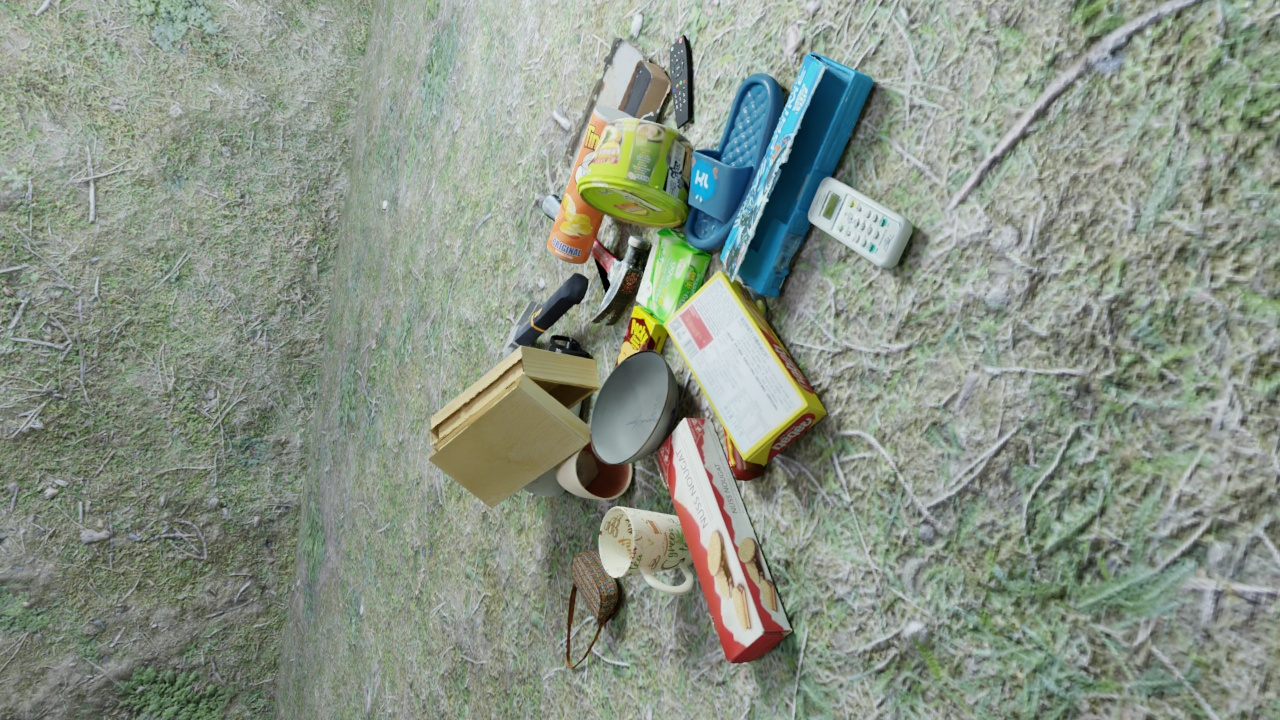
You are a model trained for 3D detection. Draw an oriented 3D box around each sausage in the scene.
[{"bbox_3d":[0.106,0.058,1.012,0.040,0.040,0.155,-38,53,50],"label":"sausage"}]

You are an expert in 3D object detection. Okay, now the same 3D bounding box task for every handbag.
[{"bbox_3d":[-0.071,0.355,1.267,0.093,0.043,0.196,49,134,47],"label":"handbag"}]

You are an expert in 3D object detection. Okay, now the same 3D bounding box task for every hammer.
[{"bbox_3d":[-0.084,-0.172,1.377,0.326,0.036,0.141,49,124,51],"label":"hammer"},{"bbox_3d":[-0.150,-0.058,1.398,0.313,0.035,0.139,-31,37,62],"label":"hammer"}]

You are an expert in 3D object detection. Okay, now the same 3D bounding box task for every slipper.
[{"bbox_3d":[0.102,-0.225,1.056,0.104,0.059,0.214,49,124,48],"label":"slipper"}]

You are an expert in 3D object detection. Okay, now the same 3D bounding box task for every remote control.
[{"bbox_3d":[0.212,-0.135,0.889,0.133,0.022,0.050,50,126,51],"label":"remote control"},{"bbox_3d":[0.054,-0.365,1.205,0.039,0.010,0.124,-26,62,55],"label":"remote control"}]

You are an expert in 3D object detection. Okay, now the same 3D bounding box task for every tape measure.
[{"bbox_3d":[0.116,-0.056,1.039,0.064,0.016,0.065,-55,41,39],"label":"tape measure"}]

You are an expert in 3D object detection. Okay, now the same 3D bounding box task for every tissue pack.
[{"bbox_3d":[0.039,-0.104,1.161,0.099,0.034,0.114,43,122,52],"label":"tissue pack"}]

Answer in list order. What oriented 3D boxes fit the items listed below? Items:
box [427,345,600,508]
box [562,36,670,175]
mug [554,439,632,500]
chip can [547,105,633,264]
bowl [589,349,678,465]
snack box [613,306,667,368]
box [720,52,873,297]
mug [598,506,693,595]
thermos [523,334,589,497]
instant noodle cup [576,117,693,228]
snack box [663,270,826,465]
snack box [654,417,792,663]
[{"bbox_3d":[-0.180,0.087,1.263,0.249,0.140,0.148,-36,43,41],"label":"box"},{"bbox_3d":[-0.039,-0.335,1.314,0.157,0.063,0.217,49,127,33],"label":"box"},{"bbox_3d":[-0.063,0.135,1.251,0.104,0.085,0.111,-16,43,62],"label":"mug"},{"bbox_3d":[-0.068,-0.239,1.263,0.062,0.062,0.211,58,133,47],"label":"chip can"},{"bbox_3d":[0.004,0.066,1.147,0.151,0.056,0.150,-32,45,39],"label":"bowl"},{"bbox_3d":[-0.007,0.007,1.222,0.061,0.025,0.149,46,123,52],"label":"snack box"},{"bbox_3d":[0.148,-0.196,0.965,0.091,0.066,0.244,53,128,51],"label":"box"},{"bbox_3d":[0.021,0.225,1.064,0.122,0.097,0.081,54,129,48],"label":"mug"},{"bbox_3d":[-0.129,0.081,1.377,0.101,0.068,0.230,-151,71,-71],"label":"thermos"},{"bbox_3d":[0.000,-0.236,1.154,0.146,0.146,0.097,4,76,59],"label":"instant noodle cup"},{"bbox_3d":[0.107,0.006,0.974,0.092,0.042,0.200,-44,53,21],"label":"snack box"},{"bbox_3d":[0.084,0.192,1.017,0.077,0.044,0.272,-55,41,39],"label":"snack box"}]
